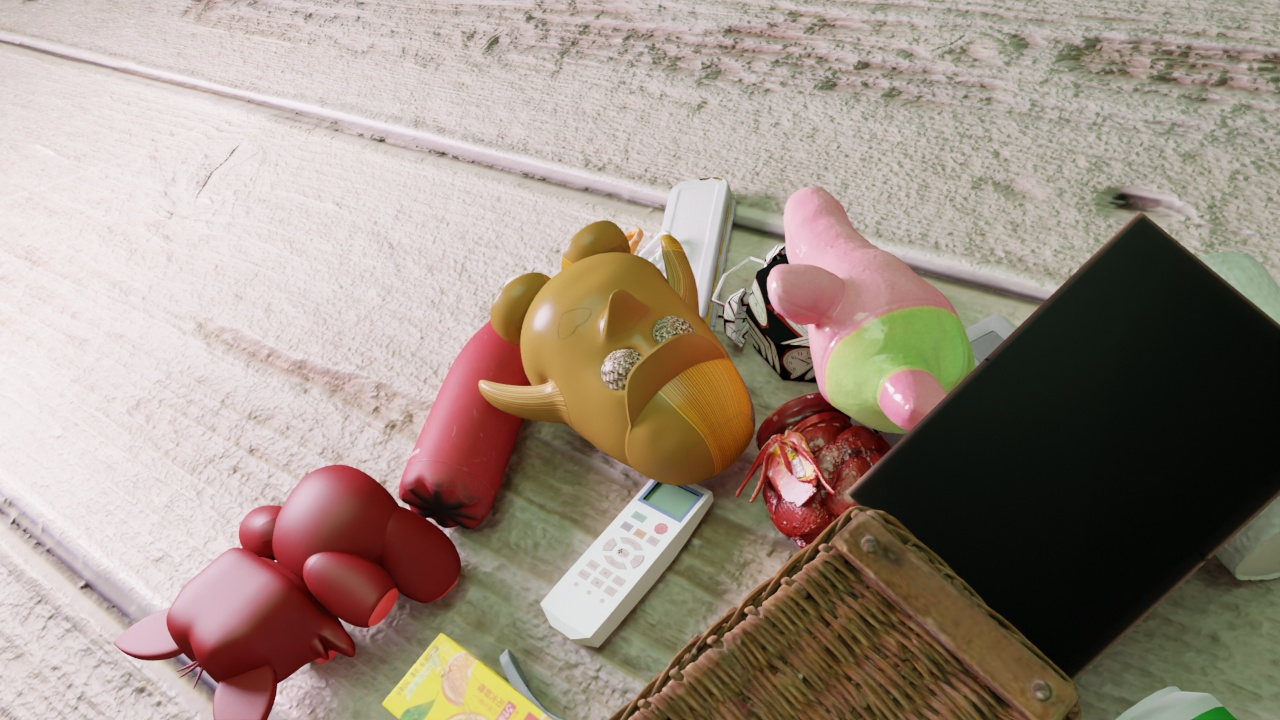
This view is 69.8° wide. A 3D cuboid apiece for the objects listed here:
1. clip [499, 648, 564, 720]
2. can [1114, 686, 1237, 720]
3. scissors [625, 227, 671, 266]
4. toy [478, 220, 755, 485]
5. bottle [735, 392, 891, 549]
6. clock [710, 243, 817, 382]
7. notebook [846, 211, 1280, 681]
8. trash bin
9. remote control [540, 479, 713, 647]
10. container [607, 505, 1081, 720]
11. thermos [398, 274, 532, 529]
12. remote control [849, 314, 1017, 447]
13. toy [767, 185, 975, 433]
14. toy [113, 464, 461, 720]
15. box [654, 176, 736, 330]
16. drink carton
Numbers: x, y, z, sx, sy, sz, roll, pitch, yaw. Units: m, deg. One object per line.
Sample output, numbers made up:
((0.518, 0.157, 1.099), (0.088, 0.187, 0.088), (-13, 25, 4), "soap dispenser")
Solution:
((-0.040, 0.241, 0.583), (0.127, 0.028, 0.167), (-40, 52, -18), "clip")
((0.285, 0.235, 0.436), (0.087, 0.088, 0.140), (-30, 48, -7), "can")
((-0.015, -0.072, 0.829), (0.097, 0.012, 0.132), (-6, 49, 46), "scissors")
((-0.004, 0.004, 0.680), (0.198, 0.163, 0.203), (-38, 58, -11), "toy")
((0.124, 0.082, 0.616), (0.099, 0.099, 0.111), (-22, 51, -1), "bottle")
((0.128, -0.051, 0.748), (0.155, 0.065, 0.114), (26, 63, 33), "clock")
((0.232, 0.046, 0.467), (0.209, 0.008, 0.141), (-45, 76, 5), "notebook")
((0.363, 0.037, 0.557), (0.133, 0.133, 0.161), (-19, 52, 2), "trash bin")
((-0.008, 0.142, 0.656), (0.050, 0.024, 0.143), (22, 56, 37), "remote control")
((0.083, 0.204, 0.447), (0.249, 0.183, 0.162), (-38, 60, -15), "container")
((-0.127, 0.022, 0.767), (0.073, 0.073, 0.239), (1, 51, 19), "thermos")
((0.227, 0.021, 0.684), (0.151, 0.019, 0.074), (-26, 48, -5), "remote control")
((0.149, -0.031, 0.615), (0.097, 0.192, 0.236), (-40, 50, 23), "toy")
((-0.246, 0.165, 0.655), (0.158, 0.121, 0.196), (22, 51, 30), "toy")
((0.044, -0.091, 0.835), (0.064, 0.033, 0.208), (-2, 49, 20), "box")
((-0.090, 0.229, 0.561), (0.135, 0.043, 0.058), (25, 62, 33), "drink carton")
